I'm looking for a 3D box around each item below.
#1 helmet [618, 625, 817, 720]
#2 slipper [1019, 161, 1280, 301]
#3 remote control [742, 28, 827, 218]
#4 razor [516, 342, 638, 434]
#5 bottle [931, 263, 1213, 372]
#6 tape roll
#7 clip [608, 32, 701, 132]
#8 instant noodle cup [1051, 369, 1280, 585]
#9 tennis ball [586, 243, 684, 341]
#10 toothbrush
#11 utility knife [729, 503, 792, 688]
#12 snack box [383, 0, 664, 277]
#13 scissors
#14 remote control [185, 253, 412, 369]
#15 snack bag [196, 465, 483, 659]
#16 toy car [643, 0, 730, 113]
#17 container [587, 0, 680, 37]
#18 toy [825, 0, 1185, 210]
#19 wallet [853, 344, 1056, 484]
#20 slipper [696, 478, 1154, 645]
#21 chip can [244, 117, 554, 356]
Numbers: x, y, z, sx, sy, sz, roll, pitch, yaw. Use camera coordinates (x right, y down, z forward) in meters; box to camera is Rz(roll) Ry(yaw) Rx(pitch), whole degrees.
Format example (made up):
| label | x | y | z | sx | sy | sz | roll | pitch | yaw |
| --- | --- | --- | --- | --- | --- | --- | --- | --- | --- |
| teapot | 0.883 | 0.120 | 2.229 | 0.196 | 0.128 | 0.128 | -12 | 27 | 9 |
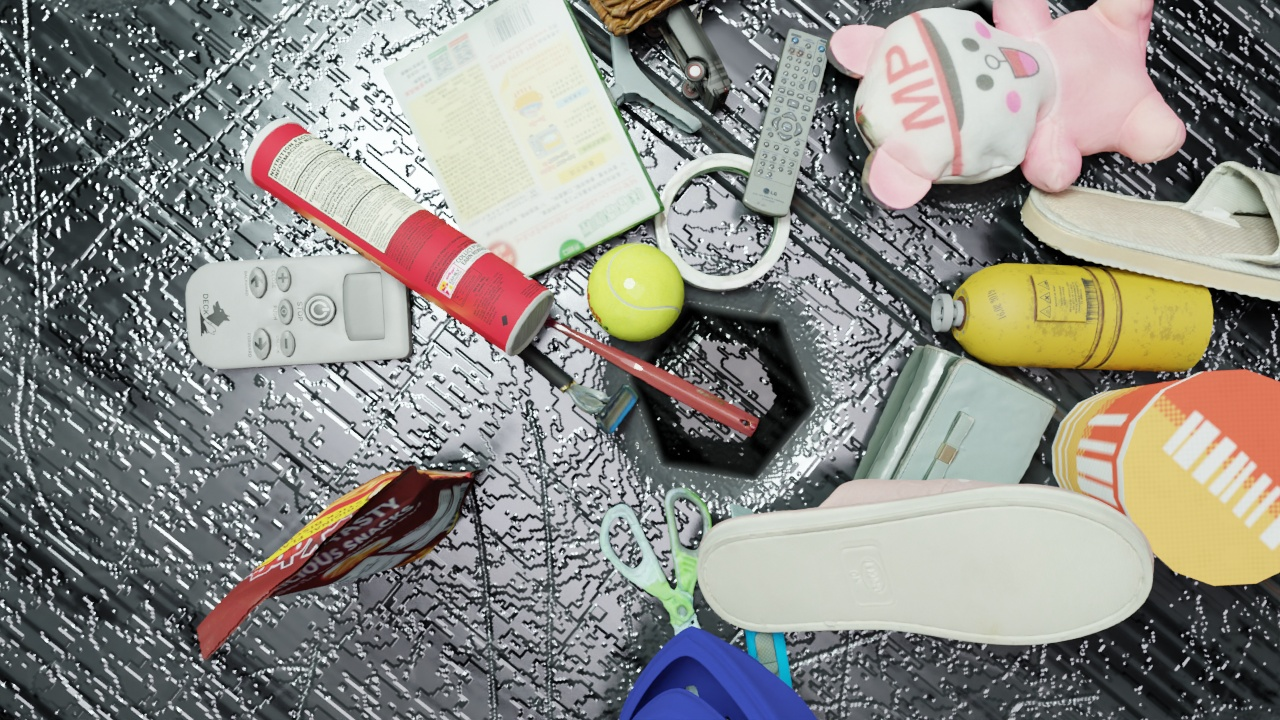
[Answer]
| label | x | y | z | sx | sy | sz | roll | pitch | yaw |
| --- | --- | --- | --- | --- | --- | --- | --- | --- | --- |
| helmet | 0.033 | 0.300 | 0.538 | 0.148 | 0.227 | 0.241 | -6 | 109 | 30 |
| slipper | 0.392 | -0.086 | 0.602 | 0.273 | 0.114 | 0.054 | 6 | 132 | 2 |
| remote control | 0.100 | -0.162 | 0.627 | 0.033 | 0.013 | 0.136 | 17 | 79 | -4 |
| razor | -0.070 | -0.001 | 0.636 | 0.144 | 0.022 | 0.042 | 36 | 47 | 4 |
| bottle | 0.280 | -0.030 | 0.614 | 0.164 | 0.071 | 0.071 | 2 | 90 | -1 |
| tape roll | 0.056 | -0.095 | 0.637 | 0.094 | 0.018 | 0.094 | 0 | 90 | -1 |
| clip | -0.048 | -0.194 | 0.632 | 0.115 | 0.028 | 0.163 | -38 | 90 | 1 |
| instant noodle cup | 0.338 | 0.068 | 0.589 | 0.123 | 0.121 | 0.123 | 0 | 90 | -1 |
| tennis ball | -0.003 | -0.045 | 0.612 | 0.065 | 0.065 | 0.065 | 0 | 90 | -1 |
| toothbrush | -0.004 | 0.004 | 0.636 | 0.190 | 0.016 | 0.016 | 28 | 86 | -1 |
| utility knife | 0.084 | 0.190 | 0.640 | 0.031 | 0.015 | 0.185 | -10 | 89 | -4 |
| snack box | -0.078 | -0.147 | 0.613 | 0.132 | 0.027 | 0.168 | -24 | 93 | 14 |
| scissors | 0.037 | 0.173 | 0.639 | 0.093 | 0.032 | 0.175 | -25 | 95 | -3 |
| remote control | -0.235 | -0.034 | 0.632 | 0.151 | 0.019 | 0.074 | -4 | 90 | -1 |
| snack bag | -0.158 | 0.104 | 0.539 | 0.139 | 0.208 | 0.066 | -33 | 90 | -1 |
| toy car | 0.034 | -0.215 | 0.624 | 0.037 | 0.040 | 0.092 | -31 | 88 | -2 |
| container | -0.018 | -0.367 | 0.536 | 0.162 | 0.183 | 0.250 | -32 | 80 | -3 |
| toy | 0.238 | -0.174 | 0.607 | 0.213 | 0.084 | 0.142 | -11 | 86 | -3 |
| wallet | 0.210 | 0.065 | 0.626 | 0.100 | 0.054 | 0.132 | 24 | 95 | 0 |
| slipper | 0.168 | 0.125 | 0.581 | 0.275 | 0.054 | 0.114 | -6 | 110 | 22 |
| chip can | -0.158 | -0.081 | 0.602 | 0.215 | 0.052 | 0.052 | 33 | 89 | 7 |
